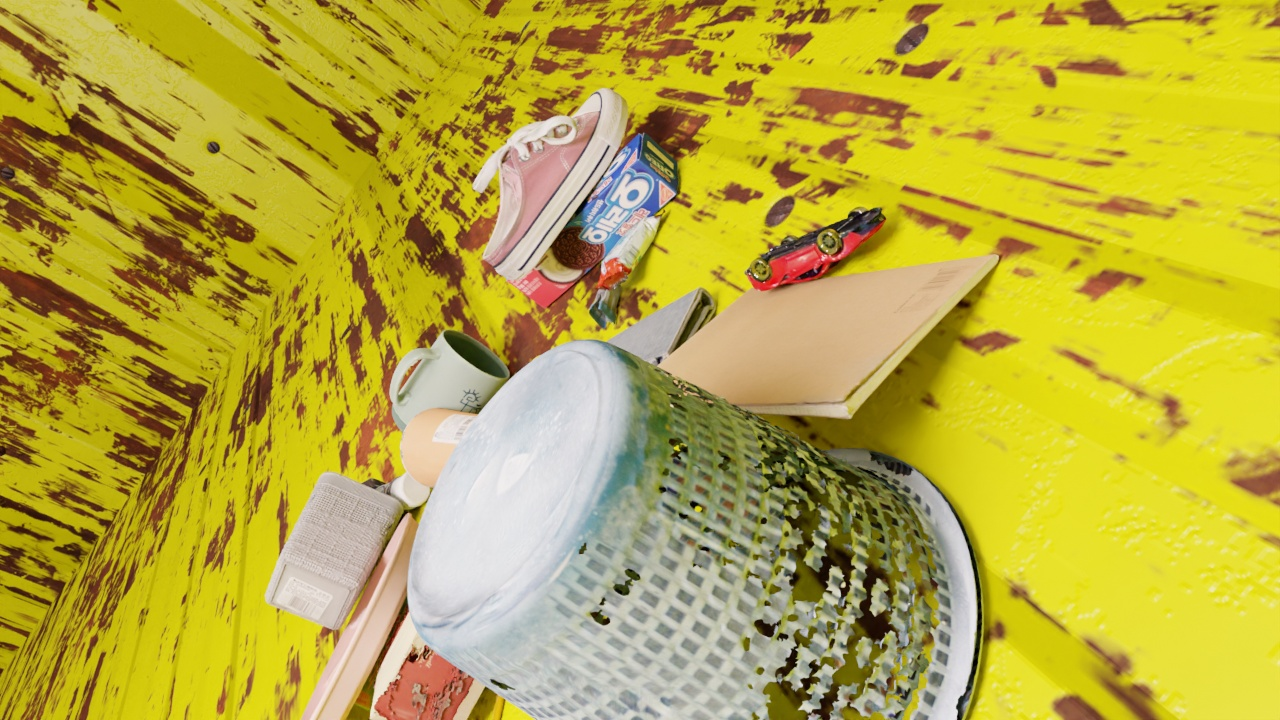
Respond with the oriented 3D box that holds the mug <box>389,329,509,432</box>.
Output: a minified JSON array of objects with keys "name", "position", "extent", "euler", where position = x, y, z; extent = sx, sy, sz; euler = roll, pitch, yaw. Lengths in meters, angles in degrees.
[{"name":"mug","position":[-0.208,0.030,0.940],"extent":[0.106,0.111,0.082],"euler":[-51,51,12]}]

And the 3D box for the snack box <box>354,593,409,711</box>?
[{"name":"snack box","position":[-0.187,0.225,0.785],"extent":[0.086,0.026,0.156],"euler":[-15,48,52]}]

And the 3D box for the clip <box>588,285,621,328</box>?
[{"name":"clip","position":[-0.032,-0.055,0.855],"extent":[0.036,0.025,0.057],"euler":[-26,33,32]}]

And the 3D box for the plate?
[{"name":"plate","position":[-0.240,0.241,0.785],"extent":[0.230,0.028,0.229],"euler":[-59,11,18]}]

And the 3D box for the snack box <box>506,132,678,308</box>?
[{"name":"snack box","position":[-0.052,-0.140,0.939],"extent":[0.208,0.058,0.057],"euler":[-38,29,30]}]

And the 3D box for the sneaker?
[{"name":"sneaker","position":[-0.095,-0.194,0.910],"extent":[0.118,0.088,0.240],"euler":[-11,45,57]}]

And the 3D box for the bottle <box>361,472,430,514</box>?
[{"name":"bottle","position":[-0.296,0.165,1.003],"extent":[0.195,0.044,0.079],"euler":[-28,39,40]}]

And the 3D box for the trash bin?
[{"name":"trash bin","position":[0.009,0.101,0.437],"extent":[0.227,0.195,0.226],"euler":[-38,32,29]}]

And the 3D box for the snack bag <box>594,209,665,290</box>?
[{"name":"snack bag","position":[-0.010,-0.105,0.861],"extent":[0.045,0.026,0.105],"euler":[-33,20,50]}]

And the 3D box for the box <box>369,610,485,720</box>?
[{"name":"box","position":[-0.137,0.183,0.666],"extent":[0.168,0.078,0.091],"euler":[-62,15,1]}]

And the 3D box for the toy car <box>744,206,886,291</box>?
[{"name":"toy car","position":[0.120,-0.074,0.622],"extent":[0.107,0.031,0.049],"euler":[-22,13,49]}]

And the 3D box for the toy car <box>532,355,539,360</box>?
[{"name":"toy car","position":[-0.090,0.032,0.840],"extent":[0.048,0.032,0.105],"euler":[-43,31,20]}]

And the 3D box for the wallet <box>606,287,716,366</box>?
[{"name":"wallet","position":[-0.004,0.004,0.726],"extent":[0.130,0.037,0.106],"euler":[-28,22,39]}]

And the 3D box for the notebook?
[{"name":"notebook","position":[0.093,-0.015,0.567],"extent":[0.149,0.012,0.212],"euler":[-39,19,-28]}]

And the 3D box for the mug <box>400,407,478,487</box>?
[{"name":"mug","position":[-0.161,0.082,0.855],"extent":[0.123,0.078,0.078],"euler":[-5,55,50]}]

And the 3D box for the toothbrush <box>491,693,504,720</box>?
[{"name":"toothbrush","position":[-0.111,0.282,0.612],"extent":[0.016,0.018,0.190],"euler":[-33,33,38]}]

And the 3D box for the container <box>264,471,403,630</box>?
[{"name":"container","position":[-0.300,0.188,0.896],"extent":[0.090,0.090,0.114],"euler":[-59,11,33]}]
